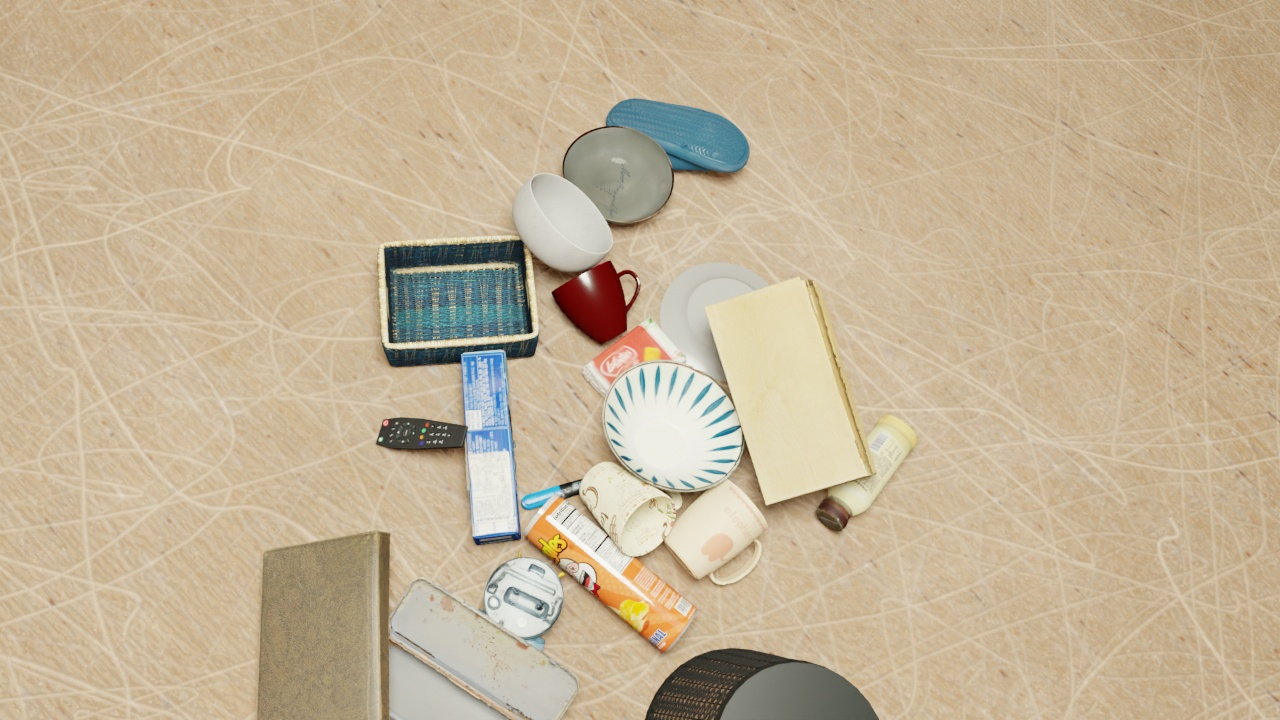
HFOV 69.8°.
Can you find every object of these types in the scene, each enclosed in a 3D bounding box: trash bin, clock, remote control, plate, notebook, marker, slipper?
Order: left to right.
[{"bbox_3d":[-0.315,0.294,0.972,0.190,0.034,0.215,-10,69,13],"label":"notebook"},{"bbox_3d":[-0.256,0.087,1.078,0.125,0.010,0.039,1,65,26],"label":"remote control"},{"bbox_3d":[-0.138,0.282,1.032,0.089,0.052,0.124,25,68,0],"label":"clock"},{"bbox_3d":[-0.084,0.155,1.108,0.123,0.015,0.018,-15,72,-16],"label":"marker"},{"bbox_3d":[0.053,-0.313,1.287,0.214,0.059,0.103,22,57,15],"label":"slipper"},{"bbox_3d":[0.112,-0.057,1.217,0.172,0.019,0.172,3,69,-8],"label":"plate"},{"bbox_3d":[0.126,0.394,0.924,0.217,0.244,0.216,3,69,-8],"label":"trash bin"}]

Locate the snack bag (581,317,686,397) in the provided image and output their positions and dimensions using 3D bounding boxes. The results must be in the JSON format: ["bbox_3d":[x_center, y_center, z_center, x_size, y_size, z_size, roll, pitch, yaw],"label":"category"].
[{"bbox_3d":[-0.007,0.007,1.165,0.115,0.036,0.077,-38,79,-20],"label":"snack bag"}]

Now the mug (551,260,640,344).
[{"bbox_3d":[-0.044,-0.074,1.172,0.113,0.087,0.088,-30,94,-24],"label":"mug"}]

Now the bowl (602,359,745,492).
[{"bbox_3d":[0.032,0.091,1.112,0.177,0.071,0.177,9,56,-14],"label":"bowl"}]

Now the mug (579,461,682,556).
[{"bbox_3d":[-0.004,0.163,1.079,0.121,0.081,0.097,-11,32,-37],"label":"mug"}]

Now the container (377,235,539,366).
[{"bbox_3d":[-0.226,-0.073,1.143,0.187,0.071,0.145,-4,70,-11],"label":"container"}]

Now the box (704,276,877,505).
[{"bbox_3d":[0.177,0.036,1.095,0.122,0.141,0.248,0,71,-53],"label":"box"}]

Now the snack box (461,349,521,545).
[{"bbox_3d":[-0.178,0.101,1.091,0.059,0.059,0.226,-5,69,-8],"label":"snack box"}]

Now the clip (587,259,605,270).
[{"bbox_3d":[-0.056,-0.131,1.220,0.059,0.022,0.038,43,66,3],"label":"clip"}]

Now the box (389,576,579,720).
[{"bbox_3d":[-0.189,0.347,0.986,0.216,0.058,0.153,31,81,4],"label":"box"}]

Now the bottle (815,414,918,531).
[{"bbox_3d":[0.281,0.142,1.147,0.056,0.057,0.161,41,69,8],"label":"bottle"}]

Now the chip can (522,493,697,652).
[{"bbox_3d":[-0.035,0.243,1.055,0.210,0.062,0.062,38,68,7],"label":"chip can"}]

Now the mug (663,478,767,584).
[{"bbox_3d":[0.093,0.213,1.085,0.104,0.085,0.111,-39,108,-10],"label":"mug"}]

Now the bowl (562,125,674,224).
[{"bbox_3d":[-0.033,-0.240,1.245,0.150,0.057,0.150,3,70,-7],"label":"bowl"}]

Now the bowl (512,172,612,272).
[{"bbox_3d":[-0.105,-0.163,1.143,0.131,0.065,0.131,34,32,-26],"label":"bowl"}]
